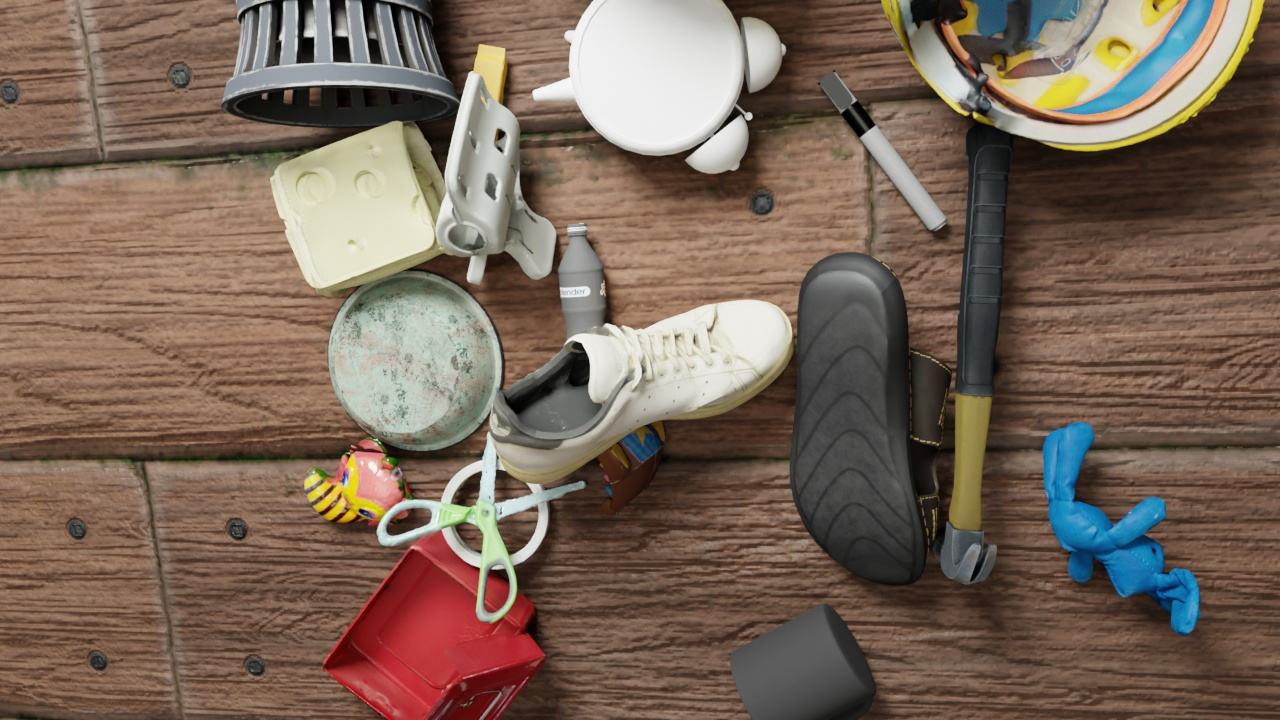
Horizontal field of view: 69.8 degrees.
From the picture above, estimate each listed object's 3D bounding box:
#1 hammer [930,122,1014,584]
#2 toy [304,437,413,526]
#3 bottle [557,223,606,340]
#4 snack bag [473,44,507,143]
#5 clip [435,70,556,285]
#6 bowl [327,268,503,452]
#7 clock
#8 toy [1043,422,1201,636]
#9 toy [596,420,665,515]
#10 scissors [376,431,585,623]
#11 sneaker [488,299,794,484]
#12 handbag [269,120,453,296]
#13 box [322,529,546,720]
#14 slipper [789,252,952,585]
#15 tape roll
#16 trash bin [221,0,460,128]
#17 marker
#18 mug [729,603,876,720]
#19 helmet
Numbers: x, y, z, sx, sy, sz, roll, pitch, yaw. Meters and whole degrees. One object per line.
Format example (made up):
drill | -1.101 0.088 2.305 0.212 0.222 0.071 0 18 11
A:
hammer | 0.241 -0.003 0.659 0.025 0.117 0.333 3 95 7
toy | -0.236 0.110 0.784 0.104 0.046 0.084 -13 120 21
bottle | -0.046 -0.053 0.728 0.036 0.036 0.110 -3 99 10
snack bag | -0.124 -0.197 0.725 0.026 0.020 0.099 10 101 2
clip | -0.113 -0.121 0.679 0.073 0.124 0.143 -1 144 10
bowl | -0.195 0.004 0.762 0.157 0.038 0.157 2 100 9
clock | 0.015 -0.215 0.680 0.161 0.072 0.125 22 102 -2
toy | 0.347 0.130 0.665 0.071 0.113 0.176 -35 83 -1
toy | -0.031 0.076 0.750 0.090 0.070 0.103 38 127 15
scissors | -0.129 0.124 0.743 0.174 0.022 0.171 1 67 -5
sneaker | -0.004 0.004 0.669 0.241 0.102 0.089 -26 58 -4
handbag | -0.216 -0.118 0.721 0.119 0.081 0.111 -18 103 11
box | -0.184 0.247 0.767 0.168 0.153 0.157 45 104 31
slipper | 0.173 0.046 0.691 0.113 0.075 0.268 3 112 34
tape roll | -0.123 0.129 0.775 0.093 0.013 0.093 0 91 4
trash bin | -0.221 -0.296 0.657 0.164 0.164 0.227 -2 96 10
marker | 0.180 -0.155 0.682 0.016 0.016 0.140 -37 92 13
mug | 0.139 0.259 0.736 0.088 0.078 0.113 -33 120 13
helmet | 0.260 -0.257 0.593 0.240 0.139 0.209 37 109 -21
